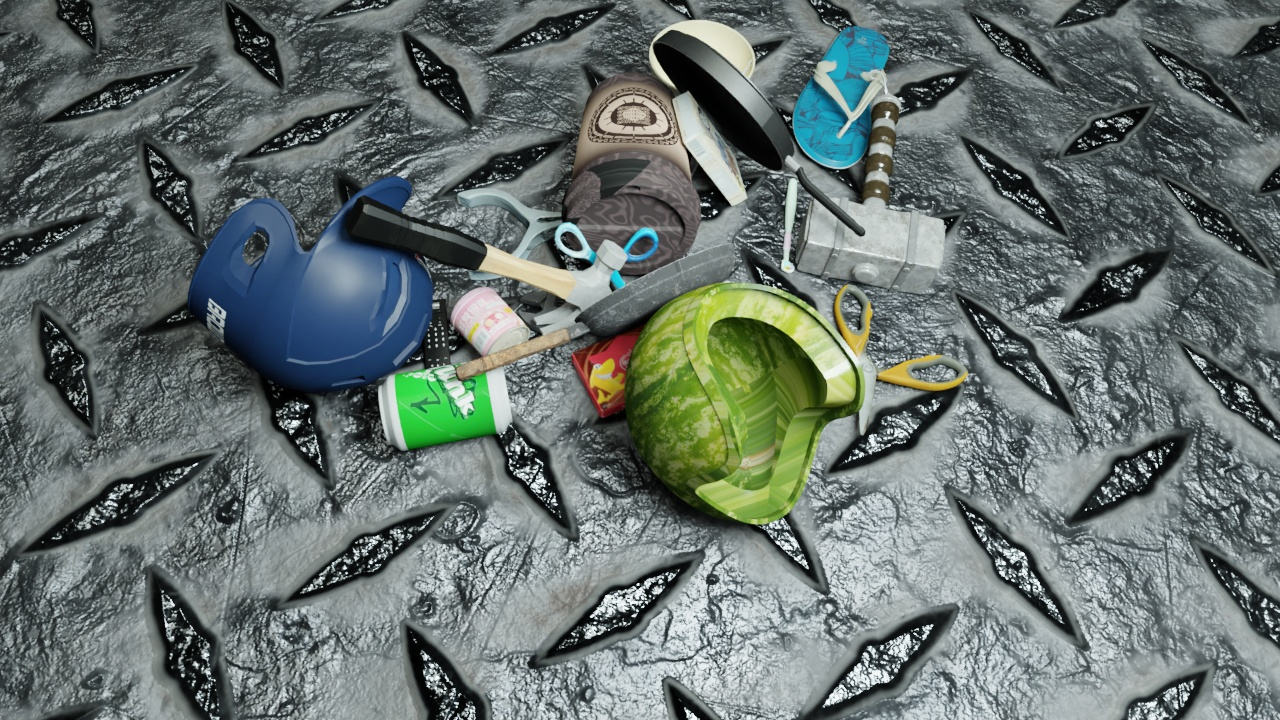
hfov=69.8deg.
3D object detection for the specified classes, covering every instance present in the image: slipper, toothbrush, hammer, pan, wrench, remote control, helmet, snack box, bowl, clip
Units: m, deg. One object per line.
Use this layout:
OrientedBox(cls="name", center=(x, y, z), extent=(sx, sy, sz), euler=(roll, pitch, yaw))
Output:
OrientedBox(cls="slipper", center=(0.301, -0.405, 1.348), extent=(0.118, 0.060, 0.294), euler=(18, 62, 10))
OrientedBox(cls="toothbrush", center=(0.107, -0.336, 1.271), extent=(0.010, 0.010, 0.181), euler=(29, 97, 12))
OrientedBox(cls="toothbrush", center=(0.203, -0.186, 1.245), extent=(0.022, 0.015, 0.154), euler=(26, 57, -29))
OrientedBox(cls="hammer", center=(0.320, -0.252, 1.234), extent=(0.177, 0.080, 0.325), euler=(11, 67, 3))
OrientedBox(cls="pan", center=(-0.046, -0.044, 1.038), extent=(0.356, 0.208, 0.040), euler=(-26, 88, -15))
OrientedBox(cls="wrench", center=(-0.020, -0.076, 1.172), extent=(0.273, 0.018, 0.073), euler=(-6, 62, -8))
OrientedBox(cls="remote control", center=(-0.250, -0.015, 1.128), extent=(0.030, 0.009, 0.140), euler=(-7, 62, -7))
OrientedBox(cls="helmet", center=(-0.338, -0.090, 1.040), extent=(0.223, 0.232, 0.272), euler=(33, 77, -7))
OrientedBox(cls="helmet", center=(0.092, 0.042, 0.982), extent=(0.212, 0.248, 0.243), euler=(-24, 60, -25))
OrientedBox(cls="snack box", center=(-0.007, 0.007, 1.123), extent=(0.132, 0.021, 0.089), euler=(-22, 65, -15))
OrientedBox(cls="bowl", center=(0.085, -0.412, 1.330), extent=(0.151, 0.075, 0.150), euler=(2, 60, -3))
OrientedBox(cls="pan", center=(0.152, -0.281, 1.140), extent=(0.356, 0.225, 0.034), euler=(44, 93, 11))
OrientedBox(cls="snack box", center=(0.094, -0.280, 1.219), extent=(0.026, 0.150, 0.081), euler=(-24, 54, 20))
OrientedBox(cls="hammer", center=(-0.167, -0.112, 1.024), extent=(0.327, 0.131, 0.039), euler=(15, 29, -41))
OrientedBox(cls="clip", center=(-0.186, -0.176, 1.213), extent=(0.165, 0.032, 0.164), euler=(33, 65, 14))

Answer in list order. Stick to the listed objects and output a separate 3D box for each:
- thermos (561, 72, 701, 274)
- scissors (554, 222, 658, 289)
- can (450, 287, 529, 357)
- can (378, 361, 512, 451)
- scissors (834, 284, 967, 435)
OrientedBox(cls="thermos", center=(-0.012, -0.249, 1.188), extent=(0.172, 0.173, 0.225), euler=(2, 55, -2))
OrientedBox(cls="scissors", center=(-0.040, -0.126, 1.128), extent=(0.140, 0.134, 0.011), euler=(-30, 24, 14))
OrientedBox(cls="can", center=(-0.183, -0.042, 1.114), extent=(0.067, 0.067, 0.076), euler=(-37, 69, -21))
OrientedBox(cls="can", center=(-0.222, 0.050, 1.050), extent=(0.140, 0.088, 0.087), euler=(-10, 62, -9))
OrientedBox(cls="scissors", center=(0.291, -0.007, 1.144), extent=(0.225, 0.016, 0.229), euler=(-6, 58, -12))
